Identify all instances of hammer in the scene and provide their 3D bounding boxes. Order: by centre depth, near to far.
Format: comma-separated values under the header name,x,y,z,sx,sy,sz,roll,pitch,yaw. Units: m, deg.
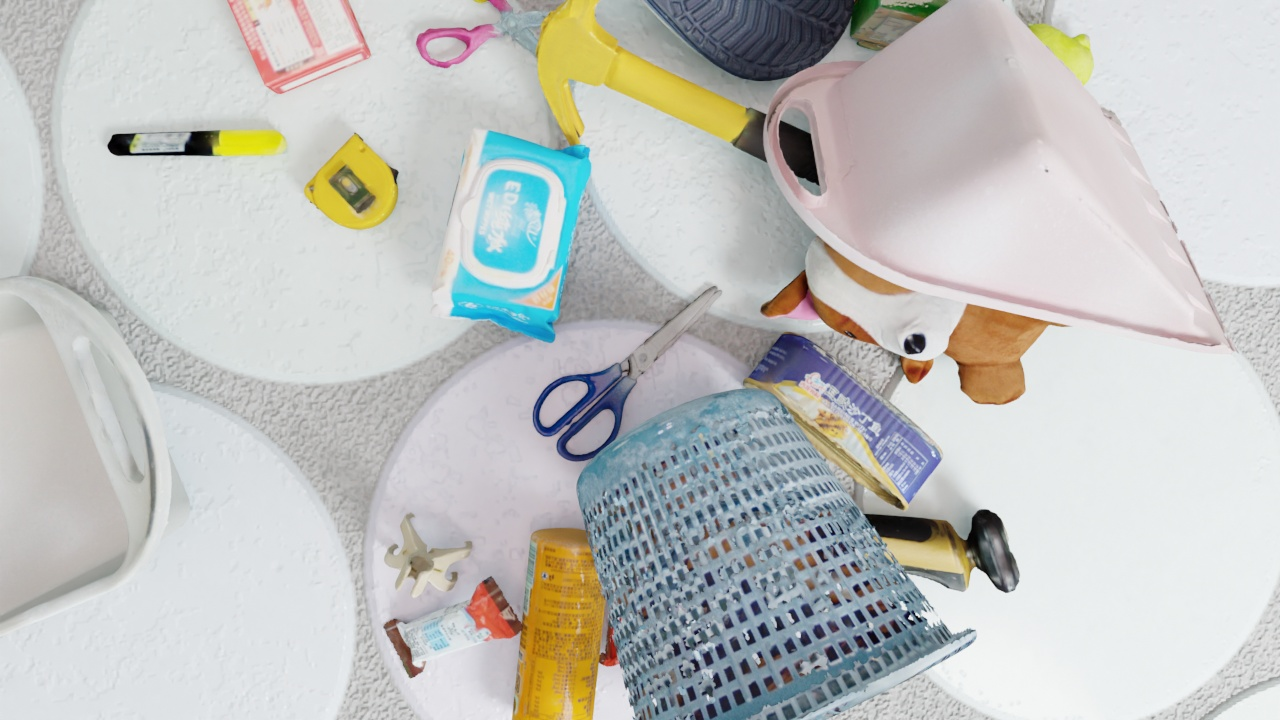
name,x,y,z,sx,sy,sz,roll,pitch,yaw
hammer,0.069,-0.161,0.635,0.300,0.129,0.032,22,47,-9

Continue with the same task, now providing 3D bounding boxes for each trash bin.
name,x,y,z,sx,sy,sz,roll,pitch,yaw
trash bin,0.062,0.133,0.585,0.226,0.227,0.195,-23,69,-4

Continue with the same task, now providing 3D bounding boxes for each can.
name,x,y,z,sx,sy,sz,roll,pitch,yaw
can,-0.056,0.195,0.653,0.058,0.058,0.146,6,91,-5
can,0.145,0.043,0.657,0.148,0.074,0.049,39,85,-2

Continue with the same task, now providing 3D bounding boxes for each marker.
name,x,y,z,sx,sy,sz,roll,pitch,yaw
marker,-0.313,-0.153,0.649,0.124,0.015,0.018,-1,91,-1

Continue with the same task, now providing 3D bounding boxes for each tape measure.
name,x,y,z,sx,sy,sz,roll,pitch,yaw
tape measure,-0.202,-0.122,0.649,0.057,0.029,0.060,44,88,-5

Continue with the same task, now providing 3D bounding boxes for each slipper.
name,x,y,z,sx,sy,sz,roll,pitch,yaw
slipper,0.029,-0.282,0.629,0.252,0.095,0.105,27,104,-26

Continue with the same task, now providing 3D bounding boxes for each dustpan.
name,x,y,z,sx,sy,sz,roll,pitch,yaw
dustpan,-0.409,0.063,0.584,0.257,0.142,0.222,-21,93,-5
dustpan,0.220,-0.112,0.592,0.273,0.222,0.139,30,133,-30

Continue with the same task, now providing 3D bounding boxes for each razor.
name,x,y,z,sx,sy,sz,roll,pitch,yaw
razor,0.193,0.132,0.675,0.167,0.062,0.068,7,122,1

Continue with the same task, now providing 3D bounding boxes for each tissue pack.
name,x,y,z,sx,sy,sz,roll,pitch,yaw
tissue pack,-0.089,-0.089,0.641,0.090,0.063,0.140,13,90,-5

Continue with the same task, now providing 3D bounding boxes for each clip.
name,x,y,z,sx,sy,sz,roll,pitch,yaw
clip,-0.140,0.142,0.635,0.096,0.101,0.035,28,87,-31

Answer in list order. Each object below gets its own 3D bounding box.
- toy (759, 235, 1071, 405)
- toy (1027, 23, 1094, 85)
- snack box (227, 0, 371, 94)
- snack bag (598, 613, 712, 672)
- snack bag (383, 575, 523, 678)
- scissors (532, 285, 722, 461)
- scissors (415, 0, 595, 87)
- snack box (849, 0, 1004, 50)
name,x,y,z,sx,sy,sz,roll,pitch,yaw
toy,0.195,-0.041,0.626,0.199,0.130,0.140,21,127,-12
toy,0.296,-0.201,0.684,0.096,0.031,0.100,-16,96,-7
snack box,-0.255,-0.273,0.643,0.075,0.025,0.153,-24,93,-2
snack bag,0.021,0.208,0.675,0.105,0.026,0.045,6,88,-7
snack bag,-0.135,0.191,0.652,0.104,0.026,0.048,-29,90,25
scissors,-0.012,-0.004,0.676,0.105,0.012,0.175,25,88,-5
scissors,-0.102,-0.240,0.662,0.133,0.017,0.125,43,86,-8
snack box,0.205,-0.275,0.635,0.118,0.117,0.105,12,95,-2
